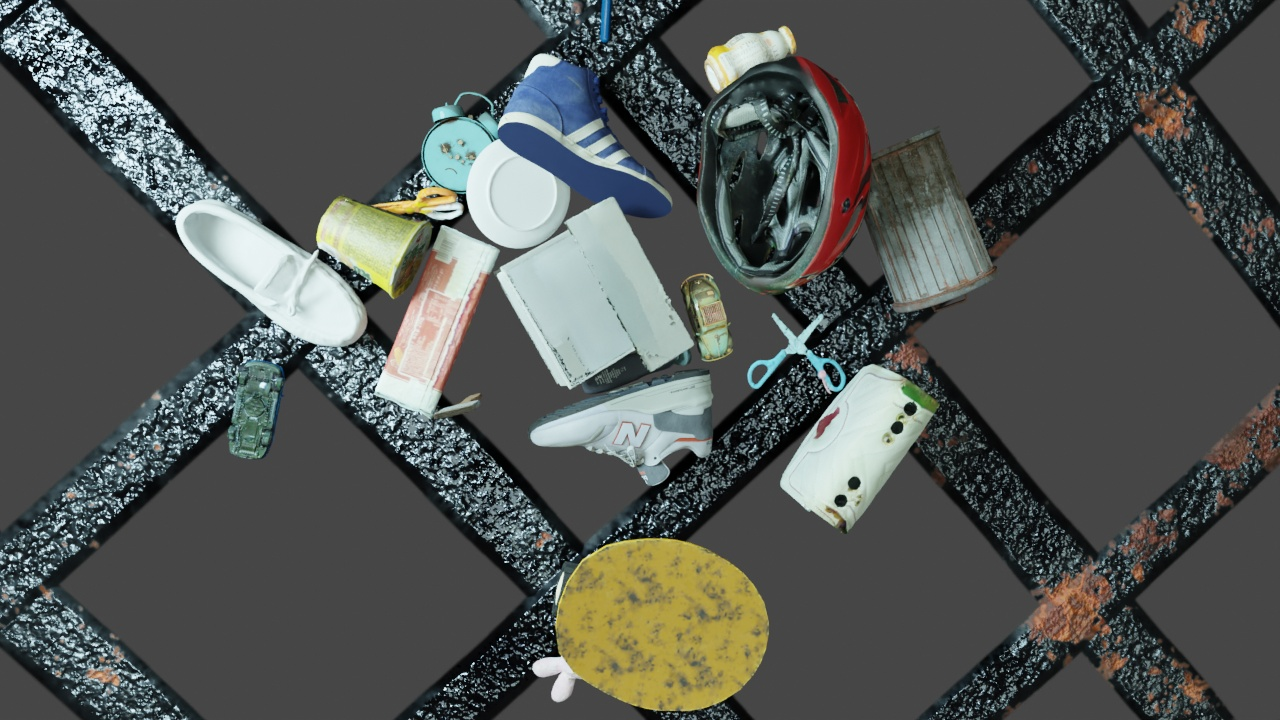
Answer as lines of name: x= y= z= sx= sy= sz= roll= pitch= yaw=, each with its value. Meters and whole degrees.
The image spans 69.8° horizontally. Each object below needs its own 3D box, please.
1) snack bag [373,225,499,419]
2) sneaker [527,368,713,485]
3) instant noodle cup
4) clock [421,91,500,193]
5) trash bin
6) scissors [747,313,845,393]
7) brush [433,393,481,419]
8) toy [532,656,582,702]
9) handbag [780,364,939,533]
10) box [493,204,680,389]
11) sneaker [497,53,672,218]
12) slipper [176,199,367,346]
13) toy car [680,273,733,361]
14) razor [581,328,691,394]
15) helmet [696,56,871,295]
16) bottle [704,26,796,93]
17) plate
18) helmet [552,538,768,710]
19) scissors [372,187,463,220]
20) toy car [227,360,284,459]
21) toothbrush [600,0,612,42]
snack bag: x=-0.248 y=-0.047 z=1.124 sx=0.077 sy=0.041 sz=0.225 roll=22 pitch=94 yaw=-7
sneaker: x=-0.010 y=0.097 z=1.138 sx=0.239 sy=0.089 sz=0.124 roll=-19 pitch=94 yaw=-7
instant noodle cup: x=-0.316 y=-0.140 z=1.081 sx=0.108 sy=0.102 sz=0.102 roll=26 pitch=92 yaw=-1
clock: x=-0.212 y=-0.258 z=1.100 sx=0.090 sy=0.053 sz=0.124 roll=17 pitch=94 yaw=-8
trash bin: x=0.346 y=-0.164 z=1.132 sx=0.131 sy=0.131 sz=0.211 roll=-23 pitch=96 yaw=-4
scissors: x=0.202 y=0.002 z=1.192 sx=0.135 sy=0.015 sz=0.135 roll=-40 pitch=92 yaw=-4
brush: x=-0.205 y=0.050 z=1.085 sx=0.045 sy=0.143 sz=0.008 roll=-13 pitch=95 yaw=3
toy: x=-0.082 y=0.390 z=1.182 sx=0.110 sy=0.047 sz=0.063 roll=-34 pitch=95 yaw=9
handbag: x=0.268 y=0.107 z=1.144 sx=0.096 sy=0.142 sz=0.198 roll=37 pitch=90 yaw=-6
box: x=-0.083 y=-0.089 z=1.256 sx=0.171 sy=0.404 sz=0.169 roll=-29 pitch=97 yaw=-3
sneaker: x=-0.054 y=-0.274 z=1.108 sx=0.233 sy=0.092 sz=0.118 roll=23 pitch=65 yaw=-25
slipper: x=-0.434 y=-0.104 z=1.088 sx=0.247 sy=0.074 sz=0.112 roll=38 pitch=106 yaw=-10
toy car: x=0.086 y=-0.054 z=1.154 sx=0.047 sy=0.047 sz=0.112 roll=-18 pitch=97 yaw=-8
razor: x=-0.007 y=0.007 z=1.151 sx=0.143 sy=0.052 sz=0.047 roll=-22 pitch=84 yaw=1
helmet: x=0.172 y=-0.212 z=1.075 sx=0.166 sy=0.218 sz=0.272 roll=-1 pitch=95 yaw=-41
bottle: x=0.135 y=-0.369 z=1.121 sx=0.108 sy=0.063 sz=0.063 roll=-26 pitch=98 yaw=-3
plate: x=-0.143 y=-0.202 z=1.104 sx=0.134 sy=0.011 sz=0.135 roll=-8 pitch=107 yaw=-29
helmet: x=0.021 y=0.309 z=1.140 sx=0.255 sy=0.131 sz=0.205 roll=15 pitch=93 yaw=-7
scissors: x=-0.277 y=-0.183 z=1.110 sx=0.130 sy=0.070 sz=0.013 roll=-6 pitch=68 yaw=14
toy car: x=-0.464 y=0.058 z=1.108 sx=0.056 sy=0.043 sz=0.120 roll=12 pitch=96 yaw=-7
toothbrush: x=-0.039 y=-0.473 z=1.116 sx=0.014 sy=0.014 sz=0.168 roll=-2 pitch=100 yaw=-40
